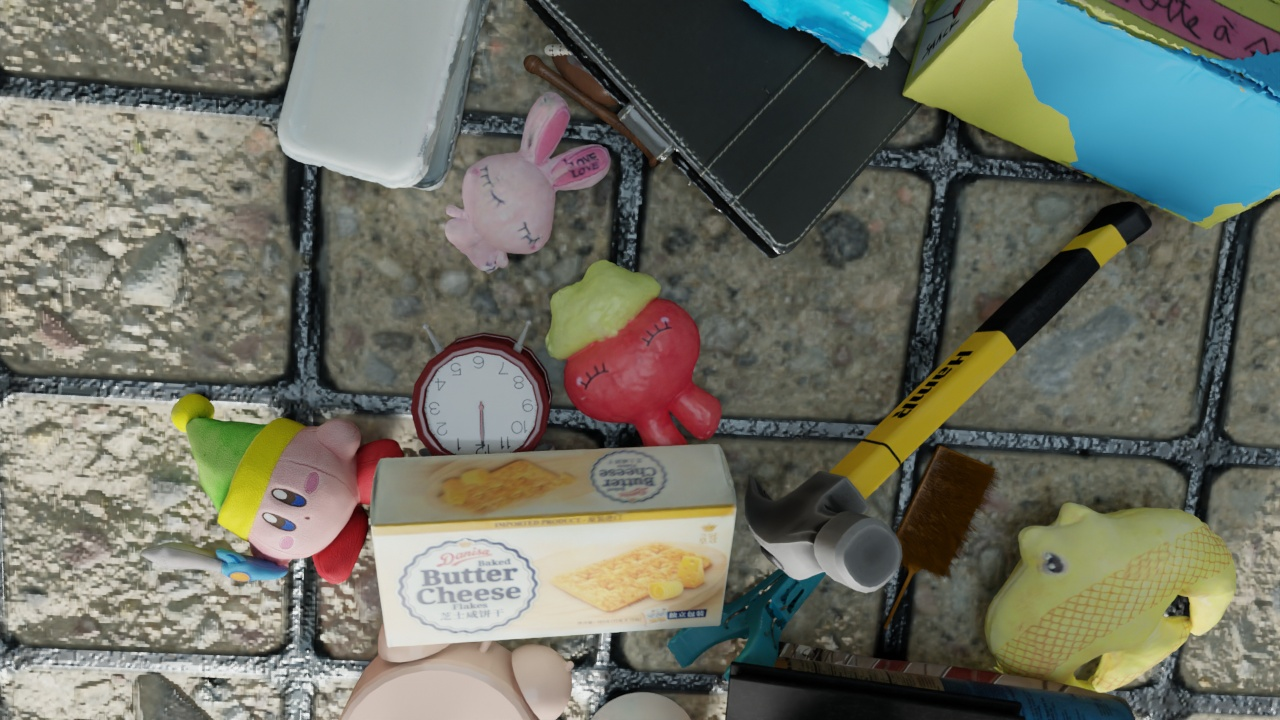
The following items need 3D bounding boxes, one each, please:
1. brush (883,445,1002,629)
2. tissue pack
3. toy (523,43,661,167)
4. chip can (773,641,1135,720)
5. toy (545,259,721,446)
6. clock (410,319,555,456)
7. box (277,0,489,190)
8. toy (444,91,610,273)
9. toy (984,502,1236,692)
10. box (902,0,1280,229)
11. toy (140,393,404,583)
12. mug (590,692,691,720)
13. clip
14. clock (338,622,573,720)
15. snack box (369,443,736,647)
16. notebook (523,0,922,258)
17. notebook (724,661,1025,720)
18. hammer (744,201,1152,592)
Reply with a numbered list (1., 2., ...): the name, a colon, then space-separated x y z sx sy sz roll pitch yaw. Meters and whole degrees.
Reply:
1. brush: 0.195 0.123 0.615 0.048 0.017 0.126 22 97 -7
2. tissue pack: 0.122 -0.238 0.514 0.093 0.062 0.144 27 76 -11
3. toy: -0.018 -0.166 0.546 0.102 0.041 0.055 34 108 -2
4. chip can: 0.185 0.231 0.585 0.229 0.079 0.080 6 98 5
5. toy: -0.003 0.003 0.570 0.092 0.045 0.135 -32 97 4
6. clock: -0.097 0.037 0.571 0.087 0.044 0.124 -2 98 -3
7. box: -0.139 -0.206 0.529 0.118 0.063 0.214 17 98 -4
8. toy: -0.070 -0.103 0.550 0.063 0.047 0.110 42 91 -17
9. toy: 0.303 0.159 0.607 0.171 0.064 0.155 -36 111 10
10. box: 0.278 -0.164 0.516 0.221 0.124 0.079 20 75 -5
11. toy: -0.228 0.076 0.563 0.131 0.097 0.124 23 103 -25
12. mug: 0.003 0.273 0.583 0.082 0.105 0.082 0 99 -3
13. clip: 0.064 0.175 0.600 0.119 0.120 0.033 -31 100 35
14. clock: -0.127 0.245 0.587 0.131 0.086 0.160 24 90 -7
15. snack box: -0.051 0.111 0.553 0.207 0.057 0.104 -2 124 -8
16. notebook: 0.055 -0.182 0.531 0.209 0.029 0.169 45 74 -5
17. notebook: 0.131 0.285 0.563 0.169 0.019 0.232 6 119 8
18. hammer: 0.190 0.009 0.552 0.324 0.170 0.034 -41 99 -12
